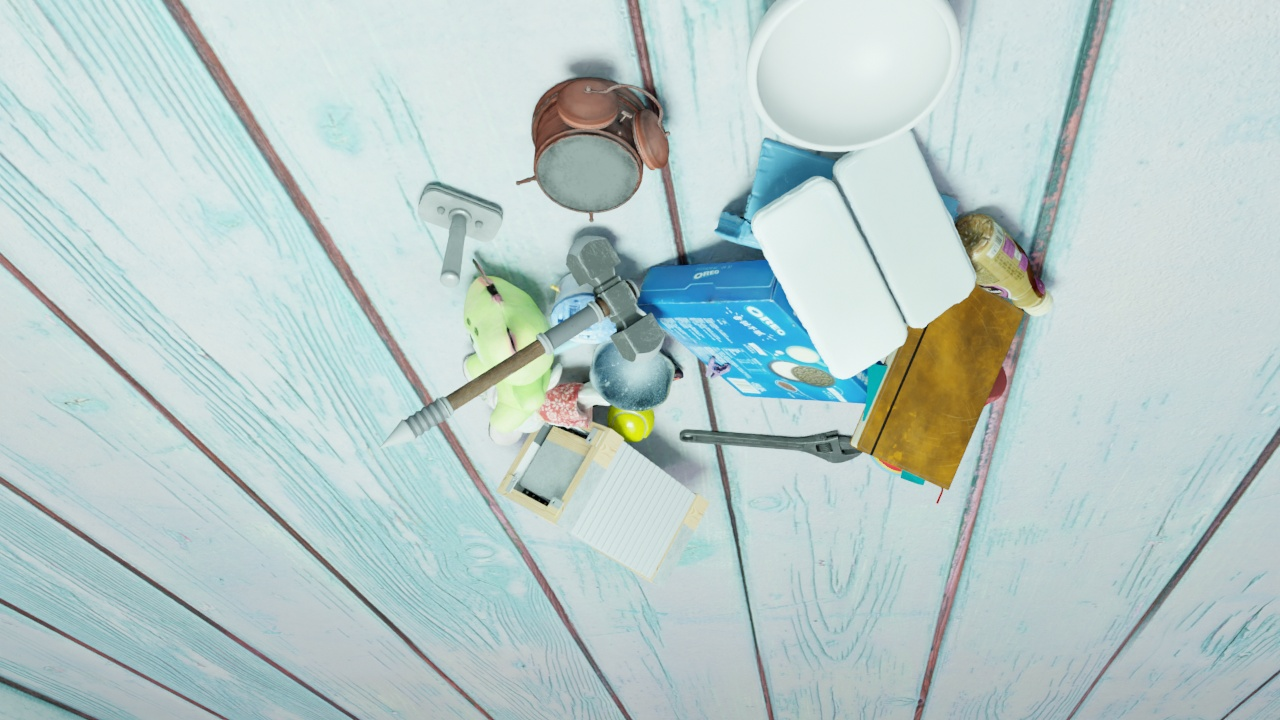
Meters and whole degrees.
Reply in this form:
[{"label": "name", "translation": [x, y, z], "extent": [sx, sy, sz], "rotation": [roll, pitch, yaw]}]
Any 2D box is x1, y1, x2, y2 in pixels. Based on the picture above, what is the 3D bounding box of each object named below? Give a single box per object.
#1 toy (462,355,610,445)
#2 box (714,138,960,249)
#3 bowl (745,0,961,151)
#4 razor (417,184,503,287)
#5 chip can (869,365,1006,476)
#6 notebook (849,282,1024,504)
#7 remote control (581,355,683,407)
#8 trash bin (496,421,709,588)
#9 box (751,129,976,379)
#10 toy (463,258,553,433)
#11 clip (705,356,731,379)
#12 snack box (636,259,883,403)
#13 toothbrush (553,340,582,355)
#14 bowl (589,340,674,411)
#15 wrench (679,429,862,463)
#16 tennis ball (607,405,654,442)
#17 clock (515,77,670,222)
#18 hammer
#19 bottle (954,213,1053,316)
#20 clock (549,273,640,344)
[{"label": "toy", "translation": [-0.135, 0.053, 1.216], "extent": [0.194, 0.084, 0.159], "rotation": [-6, 126, 20]}, {"label": "box", "translation": [0.209, -0.152, 0.968], "extent": [0.231, 0.094, 0.112], "rotation": [13, 100, -13]}, {"label": "bowl", "translation": [0.178, -0.267, 0.785], "extent": [0.176, 0.066, 0.177], "rotation": [1, 144, 1]}, {"label": "razor", "translation": [-0.193, -0.122, 0.956], "extent": [0.088, 0.116, 0.048], "rotation": [18, 136, -21]}, {"label": "chip can", "translation": [0.387, 0.069, 1.219], "extent": [0.087, 0.086, 0.214], "rotation": [11, 144, -12]}, {"label": "notebook", "translation": [0.338, 0.024, 1.063], "extent": [0.178, 0.249, 0.014], "rotation": [24, 179, -28]}, {"label": "remote control", "translation": [-0.018, 0.026, 1.233], "extent": [0.150, 0.022, 0.047], "rotation": [-18, 139, 22]}, {"label": "trash bin", "translation": [-0.050, 0.196, 1.313], "extent": [0.143, 0.142, 0.247], "rotation": [17, 162, 47]}, {"label": "box", "translation": [0.228, -0.104, 0.916], "extent": [0.191, 0.045, 0.209], "rotation": [-32, 113, -2]}, {"label": "toy", "translation": [-0.154, -0.015, 1.097], "extent": [0.107, 0.150, 0.197], "rotation": [-15, 151, -27]}, {"label": "clip", "translation": [0.087, 0.008, 1.111], "extent": [0.043, 0.014, 0.052], "rotation": [33, 158, -28]}, {"label": "snack box", "translation": [0.140, -0.028, 1.059], "extent": [0.196, 0.056, 0.239], "rotation": [2, 152, 45]}, {"label": "toothbrush", "translation": [-0.069, -0.027, 1.166], "extent": [0.155, 0.022, 0.016], "rotation": [-17, 98, 24]}, {"label": "bowl", "translation": [-0.007, 0.007, 1.164], "extent": [0.110, 0.055, 0.110], "rotation": [6, 121, 10]}, {"label": "wrench", "translation": [0.194, 0.122, 1.357], "extent": [0.273, 0.018, 0.073], "rotation": [4, 144, -1]}, {"label": "tennis ball", "translation": [-0.013, 0.080, 1.266], "extent": [0.065, 0.065, 0.065], "rotation": [1, 144, 1]}, {"label": "clock", "translation": [-0.040, -0.208, 0.870], "extent": [0.120, 0.072, 0.158], "rotation": [23, 139, -27]}, {"label": "hammer", "translation": [-0.132, 0.002, 0.970], "extent": [0.156, 0.321, 0.043], "rotation": [59, 158, -7]}, {"label": "bottle", "translation": [0.403, -0.098, 1.012], "extent": [0.166, 0.059, 0.060], "rotation": [30, 135, -34]}, {"label": "clock", "translation": [-0.046, -0.062, 1.087], "extent": [0.125, 0.051, 0.089], "rotation": [5, 143, -5]}]
